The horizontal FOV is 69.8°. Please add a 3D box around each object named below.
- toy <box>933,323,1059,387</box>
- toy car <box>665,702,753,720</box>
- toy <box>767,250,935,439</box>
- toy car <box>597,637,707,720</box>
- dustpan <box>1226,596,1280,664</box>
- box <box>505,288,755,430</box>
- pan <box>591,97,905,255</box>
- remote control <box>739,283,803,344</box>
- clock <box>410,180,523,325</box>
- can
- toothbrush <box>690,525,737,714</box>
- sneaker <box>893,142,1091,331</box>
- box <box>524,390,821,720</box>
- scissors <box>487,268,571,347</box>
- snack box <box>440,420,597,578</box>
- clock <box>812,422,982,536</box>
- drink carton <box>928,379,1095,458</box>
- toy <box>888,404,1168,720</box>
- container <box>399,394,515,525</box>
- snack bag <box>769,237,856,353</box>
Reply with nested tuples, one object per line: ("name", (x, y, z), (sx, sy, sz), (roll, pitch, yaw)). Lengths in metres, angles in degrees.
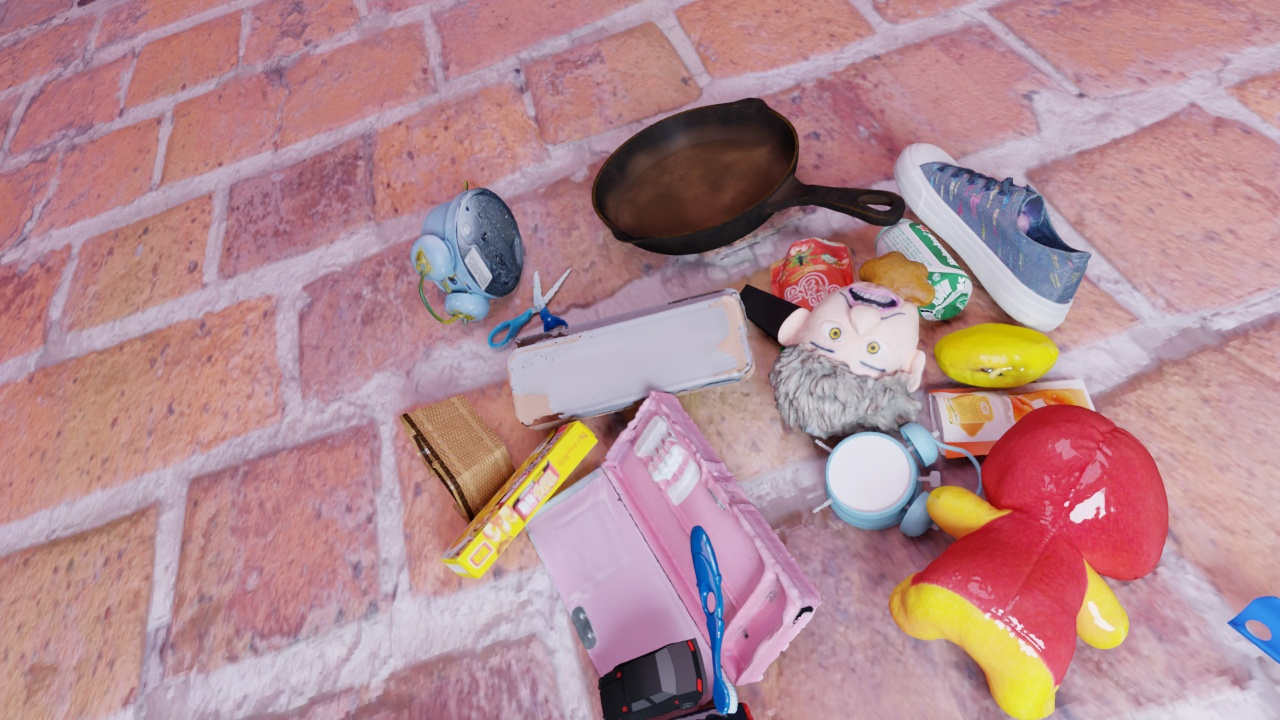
("toy", (0.289, -0.006, 0.748), (0.096, 0.041, 0.094), (2, 21, 24))
("toy car", (0.052, 0.306, 0.561), (0.081, 0.056, 0.189), (-15, 47, 4))
("toy", (0.181, -0.014, 0.751), (0.133, 0.076, 0.175), (25, 81, 15))
("toy car", (0.004, 0.223, 0.630), (0.092, 0.036, 0.042), (-30, 53, 25))
("dustpan", (0.438, 0.234, 0.490), (0.245, 0.059, 0.257), (-33, 47, -11))
("box", (-0.007, 0.004, 0.821), (0.216, 0.094, 0.107), (-14, 49, 9))
("pan", (0.109, -0.175, 0.952), (0.356, 0.043, 0.248), (21, 60, 38))
("remote control", (0.130, -0.036, 0.834), (0.125, 0.010, 0.039), (37, 93, 43))
("clock", (-0.183, -0.109, 0.965), (0.060, 0.118, 0.161), (-7, 41, 29))
("can", (0.254, -0.082, 0.829), (0.053, 0.053, 0.101), (-23, 47, -1))
("toothbrush", (0.050, 0.176, 0.632), (0.021, 0.016, 0.132), (-29, 51, 29))
("sneaker", (0.315, -0.132, 0.816), (0.087, 0.079, 0.235), (0, 45, -29))
("box", (0.018, 0.154, 0.715), (0.180, 0.059, 0.232), (-45, 47, 12))
("scissors", (-0.098, -0.053, 0.958), (0.110, 0.015, 0.132), (13, 52, 33))
("snack box", (-0.102, 0.116, 0.772), (0.152, 0.025, 0.075), (-49, 10, -23))
("clock", (0.197, 0.091, 0.703), (0.123, 0.042, 0.087), (-1, 68, 20))
("drink carton", (0.296, 0.045, 0.722), (0.122, 0.039, 0.069), (-5, 48, 7))
("toy", (0.272, 0.121, 0.616), (0.147, 0.099, 0.215), (39, 69, 12))
("container", (-0.162, 0.084, 0.828), (0.061, 0.063, 0.114), (-31, 47, -19))
("snack bag", (0.165, -0.042, 0.842), (0.087, 0.044, 0.154), (-19, 52, 20))
